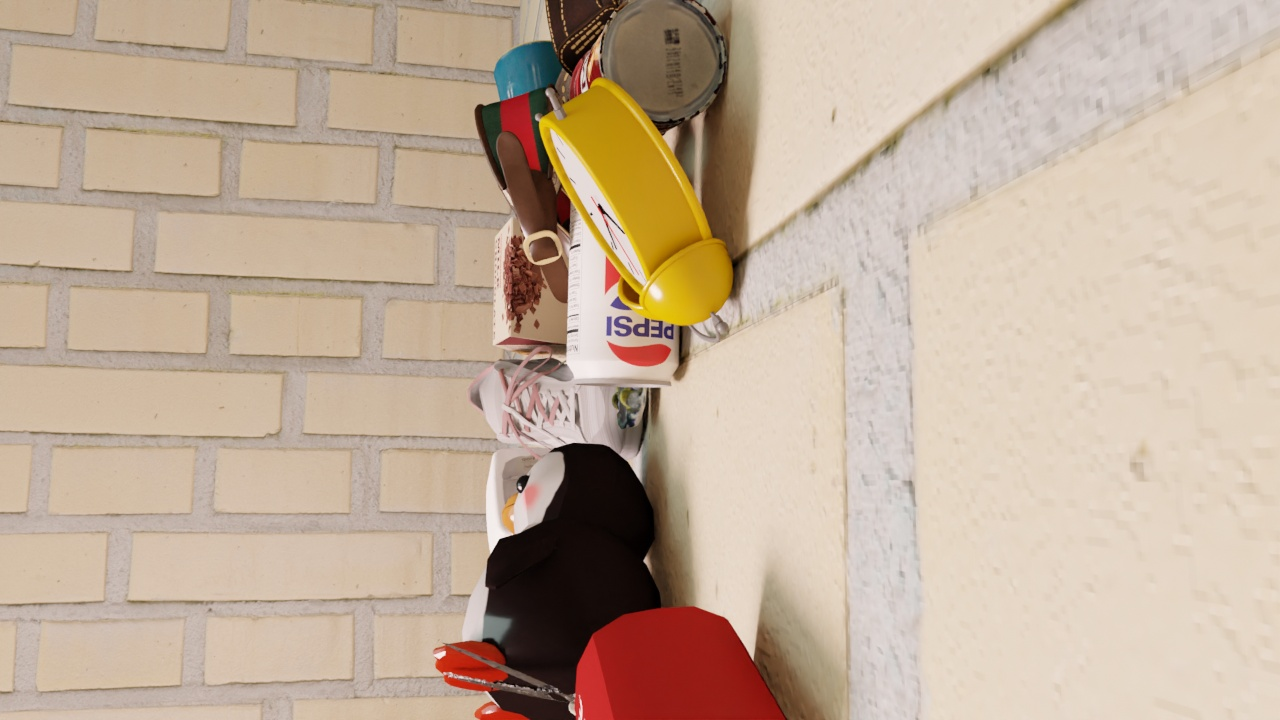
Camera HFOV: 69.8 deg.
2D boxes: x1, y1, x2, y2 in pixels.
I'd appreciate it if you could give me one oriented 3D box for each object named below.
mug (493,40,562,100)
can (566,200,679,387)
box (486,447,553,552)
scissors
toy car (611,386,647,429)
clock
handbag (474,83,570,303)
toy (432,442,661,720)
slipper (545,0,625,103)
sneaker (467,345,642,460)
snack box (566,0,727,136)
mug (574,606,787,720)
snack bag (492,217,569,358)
[{"bbox_3d":[-0.074,-0.186,0.749,0.078,0.078,0.121,120,143,-68],"label":"mug"},{"bbox_3d":[-0.010,-0.050,0.573,0.070,0.070,0.132,164,108,-79],"label":"can"},{"bbox_3d":[-0.072,0.124,0.774,0.132,0.107,0.151,104,161,-46],"label":"box"},{"bbox_3d":[-0.027,0.185,0.494,0.157,0.171,0.012,54,-138,-39],"label":"scissors"},{"bbox_3d":[-0.004,0.004,0.645,0.039,0.027,0.089,156,116,-75],"label":"toy car"},{"bbox_3d":[-0.001,-0.074,0.481,0.152,0.052,0.113,58,174,-10],"label":"clock"},{"bbox_3d":[-0.060,-0.109,0.624,0.166,0.063,0.138,18,-126,-85],"label":"handbag"},{"bbox_3d":[-0.033,0.134,0.598,0.183,0.140,0.159,-82,-21,-45],"label":"toy"},{"bbox_3d":[-0.023,-0.256,0.601,0.269,0.075,0.112,130,141,-56],"label":"slipper"},{"bbox_3d":[-0.081,0.037,0.755,0.236,0.089,0.099,0,96,62],"label":"sneaker"},{"bbox_3d":[0.001,-0.165,0.536,0.121,0.072,0.072,-150,62,-77],"label":"snack box"},{"bbox_3d":[0.019,0.174,0.368,0.096,0.080,0.116,-130,37,-74],"label":"mug"},{"bbox_3d":[-0.088,-0.057,0.821,0.206,0.070,0.094,31,-121,-81],"label":"snack bag"}]
